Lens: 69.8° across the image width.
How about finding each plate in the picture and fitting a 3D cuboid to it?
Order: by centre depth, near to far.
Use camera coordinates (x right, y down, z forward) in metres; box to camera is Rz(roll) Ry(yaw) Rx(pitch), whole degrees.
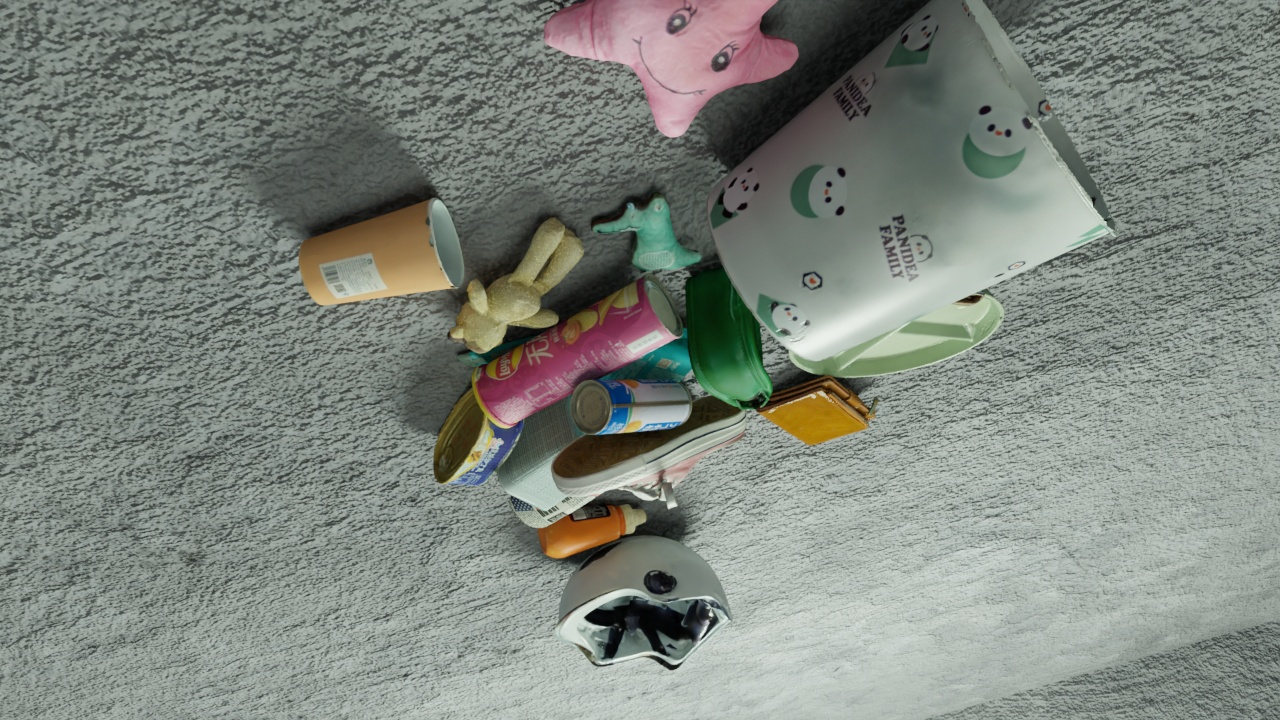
[{"bbox_3d":[0.275,-0.035,1.003,0.230,0.027,0.230,-5,157,-2],"label":"plate"}]

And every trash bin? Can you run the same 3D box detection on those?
[{"bbox_3d":[0.207,-0.136,0.748,0.253,0.229,0.229,-32,140,32],"label":"trash bin"}]

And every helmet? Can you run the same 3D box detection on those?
[{"bbox_3d":[0.000,0.338,1.342,0.258,0.145,0.230,11,136,-18],"label":"helmet"}]

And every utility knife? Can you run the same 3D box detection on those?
[{"bbox_3d":[-0.114,-0.016,0.959,0.158,0.013,0.029,-15,145,1],"label":"utility knife"}]

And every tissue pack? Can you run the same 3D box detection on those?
[{"bbox_3d":[-0.006,0.006,0.990,0.093,0.050,0.134,15,134,-32],"label":"tissue pack"}]

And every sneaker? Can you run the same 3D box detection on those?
[{"bbox_3d":[0.017,0.111,0.999,0.240,0.118,0.088,-18,117,-29],"label":"sneaker"}]

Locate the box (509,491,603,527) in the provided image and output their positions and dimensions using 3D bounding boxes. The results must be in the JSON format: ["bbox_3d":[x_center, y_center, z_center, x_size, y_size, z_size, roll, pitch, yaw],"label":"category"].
[{"bbox_3d":[-0.094,0.154,1.128,0.164,0.082,0.075,-31,138,25],"label":"box"}]

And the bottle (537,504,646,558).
[{"bbox_3d":[-0.063,0.225,1.251,0.149,0.066,0.067,-8,143,-19],"label":"bottle"}]

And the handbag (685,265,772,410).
[{"bbox_3d":[0.097,-0.027,0.918,0.068,0.131,0.120,-16,149,23],"label":"handbag"}]

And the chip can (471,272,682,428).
[{"bbox_3d":[-0.064,-0.008,0.911,0.211,0.071,0.071,-28,141,19],"label":"chip can"}]

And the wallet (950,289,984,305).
[{"bbox_3d":[0.271,-0.101,0.887,0.090,0.115,0.033,9,125,-27],"label":"wallet"}]

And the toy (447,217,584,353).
[{"bbox_3d":[-0.117,-0.068,0.859,0.157,0.066,0.105,-44,146,23],"label":"toy"}]

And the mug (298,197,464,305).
[{"bbox_3d":[-0.223,-0.087,0.786,0.123,0.078,0.078,-12,143,5],"label":"mug"}]

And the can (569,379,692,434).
[{"bbox_3d":[-0.006,0.045,0.923,0.053,0.053,0.134,-41,155,31],"label":"can"}]

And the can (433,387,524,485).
[{"bbox_3d":[-0.182,0.086,1.020,0.049,0.074,0.149,9,138,-32],"label":"can"}]

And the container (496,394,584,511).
[{"bbox_3d":[-0.098,0.100,1.055,0.112,0.089,0.090,-33,139,18],"label":"container"}]

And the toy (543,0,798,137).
[{"bbox_3d":[0.032,-0.248,0.652,0.179,0.074,0.194,-27,142,31],"label":"toy"}]

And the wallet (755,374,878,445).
[{"bbox_3d":[0.225,0.063,1.138,0.119,0.035,0.130,-25,143,29],"label":"wallet"}]

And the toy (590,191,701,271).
[{"bbox_3d":[0.005,-0.118,0.855,0.096,0.030,0.092,-8,138,5],"label":"toy"}]
